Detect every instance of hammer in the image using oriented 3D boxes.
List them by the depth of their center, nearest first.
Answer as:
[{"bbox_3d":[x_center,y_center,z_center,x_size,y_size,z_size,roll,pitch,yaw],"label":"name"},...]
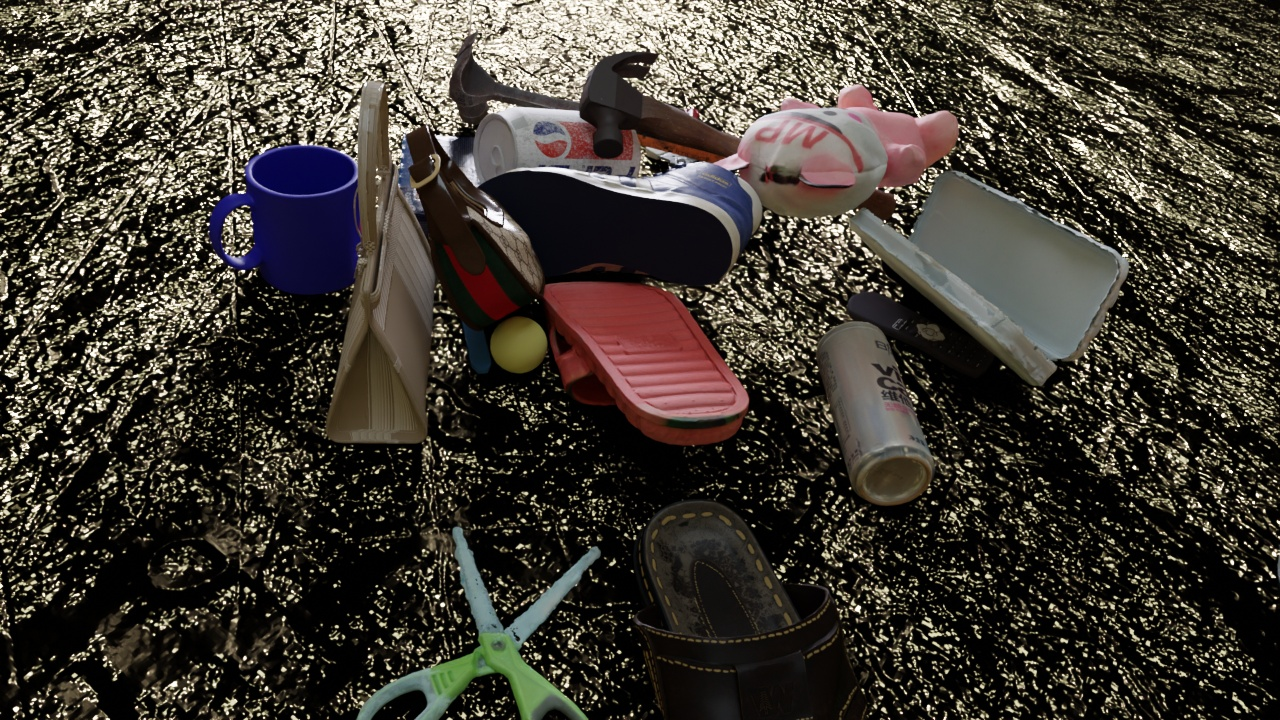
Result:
[{"bbox_3d":[0.097,-0.191,0.839,0.322,0.033,0.115,16,59,-21],"label":"hammer"},{"bbox_3d":[-0.030,-0.236,0.879,0.314,0.138,0.035,14,77,0],"label":"hammer"}]

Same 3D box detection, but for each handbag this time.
[{"bbox_3d":[-0.164,-0.078,0.585,0.062,0.198,0.175,1,40,-10],"label":"handbag"},{"bbox_3d":[-0.122,-0.095,0.633,0.063,0.138,0.166,-29,15,5],"label":"handbag"}]

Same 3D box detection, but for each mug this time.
[{"bbox_3d":[-0.263,-0.101,0.685,0.111,0.084,0.079,-24,49,-34],"label":"mug"}]

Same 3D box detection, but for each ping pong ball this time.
[{"bbox_3d":[-0.086,-0.011,0.646,0.040,0.040,0.040,6,39,-5],"label":"ping pong ball"}]

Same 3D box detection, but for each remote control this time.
[{"bbox_3d":[0.228,-0.025,0.752,0.124,0.009,0.046,30,43,23],"label":"remote control"}]

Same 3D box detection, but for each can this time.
[{"bbox_3d":[0.159,0.034,0.630,0.054,0.054,0.135,5,39,-6],"label":"can"},{"bbox_3d":[-0.071,-0.180,0.807,0.135,0.078,0.078,-9,41,-40],"label":"can"}]

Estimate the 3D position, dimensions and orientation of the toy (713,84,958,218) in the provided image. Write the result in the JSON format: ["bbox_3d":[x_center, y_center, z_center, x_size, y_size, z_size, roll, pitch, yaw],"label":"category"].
[{"bbox_3d":[0.170,-0.179,0.794,0.142,0.084,0.212,30,40,33],"label":"toy"}]

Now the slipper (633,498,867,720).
[{"bbox_3d":[0.058,0.161,0.436,0.113,0.076,0.267,-2,40,-14],"label":"slipper"}]

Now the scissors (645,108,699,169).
[{"bbox_3d":[0.033,-0.225,0.954,0.179,0.015,0.186,30,43,21],"label":"scissors"}]

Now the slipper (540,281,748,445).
[{"bbox_3d":[-0.004,0.004,0.630,0.103,0.059,0.248,-6,27,-21],"label":"slipper"}]

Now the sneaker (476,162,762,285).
[{"bbox_3d":[-0.014,-0.123,0.745,0.233,0.091,0.118,8,29,25],"label":"sneaker"}]

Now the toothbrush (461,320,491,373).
[{"bbox_3d":[-0.133,-0.049,0.703,0.016,0.014,0.166,-5,42,-17],"label":"toothbrush"}]

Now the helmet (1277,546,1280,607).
[{"bbox_3d":[0.502,0.100,0.527,0.271,0.167,0.217,-18,61,-21],"label":"helmet"}]

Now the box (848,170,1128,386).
[{"bbox_3d":[0.279,-0.088,0.730,0.106,0.125,0.215,36,14,-41],"label":"box"}]

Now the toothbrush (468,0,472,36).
[{"bbox_3d":[-0.166,-0.343,0.924,0.010,0.182,0.010,6,44,-10],"label":"toothbrush"}]

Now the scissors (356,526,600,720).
[{"bbox_3d":[-0.078,0.149,0.471,0.167,0.023,0.171,-17,43,-21],"label":"scissors"}]

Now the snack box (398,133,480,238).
[{"bbox_3d":[-0.173,-0.157,0.818,0.082,0.027,0.150,1,39,-10],"label":"snack box"}]
